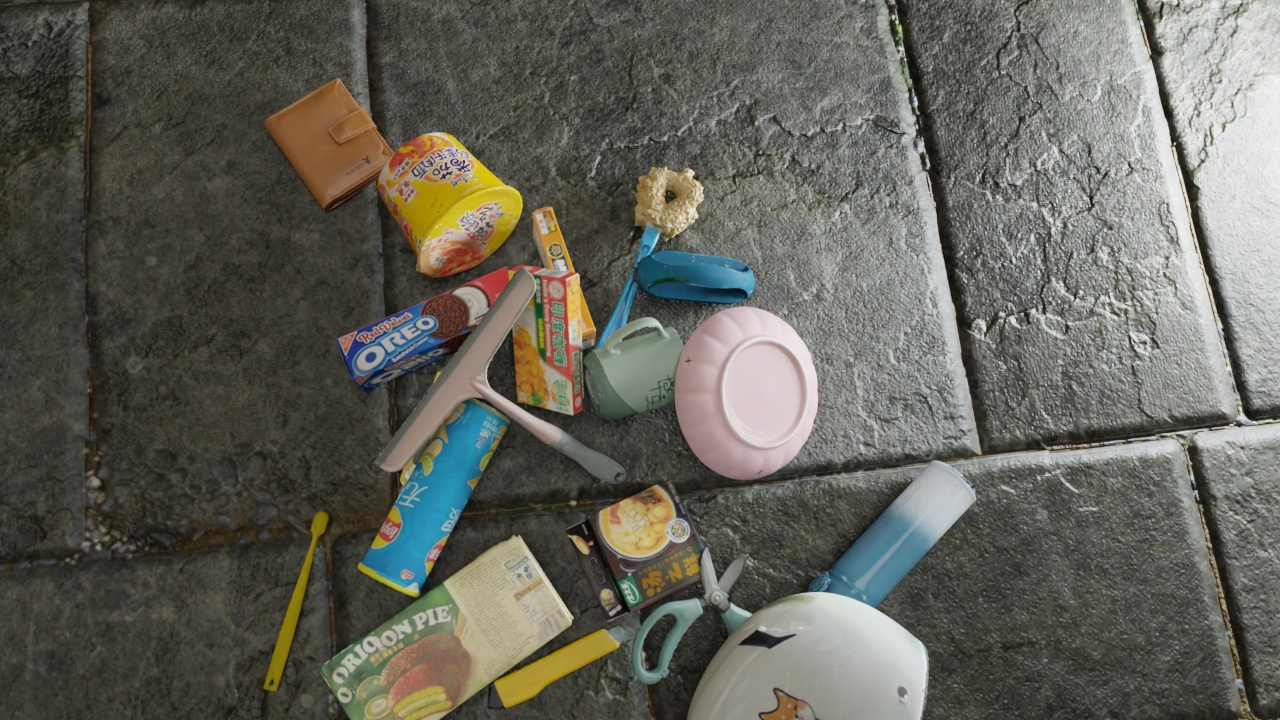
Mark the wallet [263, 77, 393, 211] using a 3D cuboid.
[{"bbox_3d":[-0.364,-0.256,1.084,0.107,0.031,0.132,-35,84,-8],"label":"wallet"}]

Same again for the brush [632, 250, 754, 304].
[{"bbox_3d":[0.066,-0.094,1.040,0.143,0.073,0.055,4,90,-20],"label":"brush"}]

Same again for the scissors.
[{"bbox_3d":[0.082,0.295,0.980,0.181,0.019,0.170,41,82,-12],"label":"scissors"}]

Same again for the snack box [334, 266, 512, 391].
[{"bbox_3d":[-0.231,-0.034,1.031,0.207,0.058,0.057,-24,78,-8],"label":"snack box"}]

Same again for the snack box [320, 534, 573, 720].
[{"bbox_3d":[-0.197,0.295,0.959,0.240,0.063,0.114,-34,82,-10],"label":"snack box"}]

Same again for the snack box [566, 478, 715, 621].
[{"bbox_3d":[-0.001,0.207,1.002,0.125,0.053,0.113,-24,80,-14],"label":"snack box"}]

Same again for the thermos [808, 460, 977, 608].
[{"bbox_3d":[0.274,0.206,1.008,0.220,0.070,0.070,-42,84,-11],"label":"thermos"}]

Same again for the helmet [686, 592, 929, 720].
[{"bbox_3d":[0.138,0.328,0.889,0.274,0.230,0.157,-42,78,7],"label":"helmet"}]

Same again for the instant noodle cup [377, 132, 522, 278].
[{"bbox_3d":[-0.220,-0.179,1.028,0.138,0.138,0.110,-38,75,-11],"label":"instant noodle cup"}]

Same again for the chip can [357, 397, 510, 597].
[{"bbox_3d":[-0.218,0.142,0.983,0.071,0.071,0.210,27,76,2],"label":"chip can"}]

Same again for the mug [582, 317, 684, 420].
[{"bbox_3d":[-0.006,0.006,1.009,0.106,0.112,0.082,-16,39,-11],"label":"mug"}]

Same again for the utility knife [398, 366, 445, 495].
[{"bbox_3d":[-0.243,0.102,1.026,0.031,0.022,0.212,17,82,-1],"label":"utility knife"}]

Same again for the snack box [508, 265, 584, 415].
[{"bbox_3d":[-0.101,-0.022,0.996,0.077,0.026,0.156,11,114,29],"label":"snack box"}]

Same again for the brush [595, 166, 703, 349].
[{"bbox_3d":[0.002,-0.115,1.077,0.083,0.046,0.254,22,81,-3],"label":"brush"}]

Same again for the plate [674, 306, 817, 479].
[{"bbox_3d":[0.126,0.035,1.005,0.192,0.039,0.192,2,87,-31],"label":"plate"}]

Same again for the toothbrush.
[{"bbox_3d":[-0.366,0.255,0.982,0.015,0.017,0.190,14,79,-2],"label":"toothbrush"}]

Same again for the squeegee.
[{"bbox_3d":[-0.100,0.073,0.964,0.249,0.040,0.247,36,90,-29],"label":"squeegee"}]

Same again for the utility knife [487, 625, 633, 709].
[{"bbox_3d":[-0.087,0.328,0.984,0.170,0.015,0.033,-24,86,-10],"label":"utility knife"}]

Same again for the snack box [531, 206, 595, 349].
[{"bbox_3d":[-0.088,-0.091,1.043,0.026,0.075,0.153,-19,80,-9],"label":"snack box"}]
